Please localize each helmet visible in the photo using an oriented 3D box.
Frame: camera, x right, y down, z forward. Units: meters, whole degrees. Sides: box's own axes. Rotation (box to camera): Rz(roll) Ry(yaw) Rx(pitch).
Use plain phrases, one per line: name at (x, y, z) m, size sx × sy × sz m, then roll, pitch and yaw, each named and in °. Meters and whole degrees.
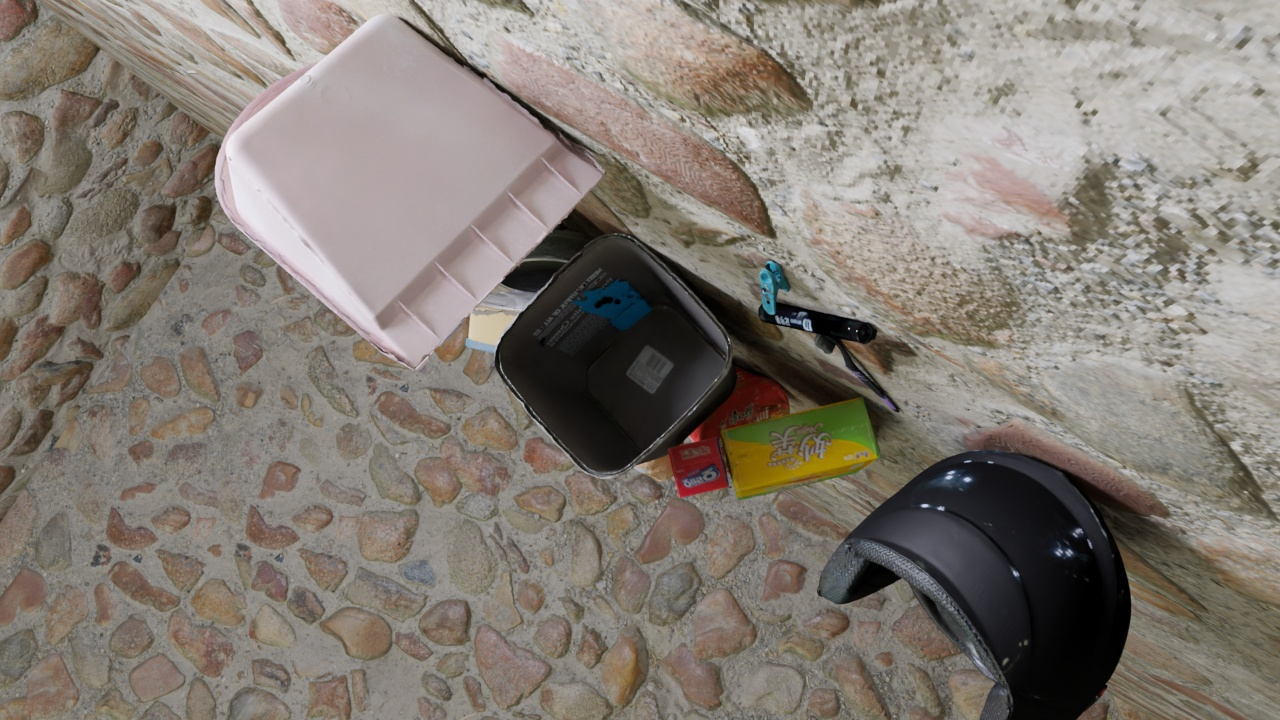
helmet at (0.315, 0.209, 0.826) m, size 0.233 × 0.230 × 0.274 m, roll 47°, pitch -176°, yaw 39°

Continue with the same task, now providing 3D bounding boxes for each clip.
clip at (0.105, -0.059, 0.723) m, size 0.013 × 0.038 × 0.055 m, roll 27°, pitch 166°, yaw 27°

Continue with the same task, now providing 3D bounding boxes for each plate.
plate at (-0.108, -0.102, 1.014) m, size 0.179 × 0.024 × 0.179 m, roll -3°, pitch 166°, yaw -1°

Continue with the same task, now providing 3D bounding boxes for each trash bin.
trash bin at (-0.006, 0.006, 0.987) m, size 0.198 × 0.199 × 0.219 m, roll 47°, pitch -174°, yaw 15°

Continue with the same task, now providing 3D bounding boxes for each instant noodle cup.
instant noodle cup at (0.110, 0.065, 1.215) m, size 0.138 × 0.138 × 0.108 m, roll 37°, pitch -178°, yaw -36°

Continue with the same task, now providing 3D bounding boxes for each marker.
marker at (0.143, -0.032, 0.759) m, size 0.022 × 0.020 × 0.132 m, roll 2°, pitch -171°, yaw -29°

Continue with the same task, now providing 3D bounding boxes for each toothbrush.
toothbrush at (0.203, 0.015, 0.851) m, size 0.014 × 0.016 × 0.189 m, roll 27°, pitch 173°, yaw 43°

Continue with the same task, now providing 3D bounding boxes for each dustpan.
dustpan at (-0.199, -0.144, 0.726) m, size 0.273 × 0.222 × 0.139 m, roll 46°, pitch 161°, yaw -5°

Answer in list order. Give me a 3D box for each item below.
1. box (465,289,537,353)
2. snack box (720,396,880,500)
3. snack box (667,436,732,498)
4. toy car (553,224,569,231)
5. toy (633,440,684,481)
box at (-0.127, -0.046, 1.063) m, size 0.090 × 0.059 × 0.183 m, roll 12°, pitch -164°, yaw 23°
snack box at (0.178, 0.106, 1.050) m, size 0.210 × 0.158 × 0.070 m, roll 60°, pitch -164°, yaw -76°
snack box at (0.069, 0.124, 1.047) m, size 0.207 × 0.058 × 0.057 m, roll 55°, pitch -159°, yaw -81°
toy car at (-0.087, -0.129, 1.089) m, size 0.054 × 0.036 × 0.120 m, roll 28°, pitch 170°, yaw 43°
toy at (0.037, 0.060, 1.319) m, size 0.083 × 0.225 × 0.143 m, roll 6°, pitch 144°, yaw 20°
